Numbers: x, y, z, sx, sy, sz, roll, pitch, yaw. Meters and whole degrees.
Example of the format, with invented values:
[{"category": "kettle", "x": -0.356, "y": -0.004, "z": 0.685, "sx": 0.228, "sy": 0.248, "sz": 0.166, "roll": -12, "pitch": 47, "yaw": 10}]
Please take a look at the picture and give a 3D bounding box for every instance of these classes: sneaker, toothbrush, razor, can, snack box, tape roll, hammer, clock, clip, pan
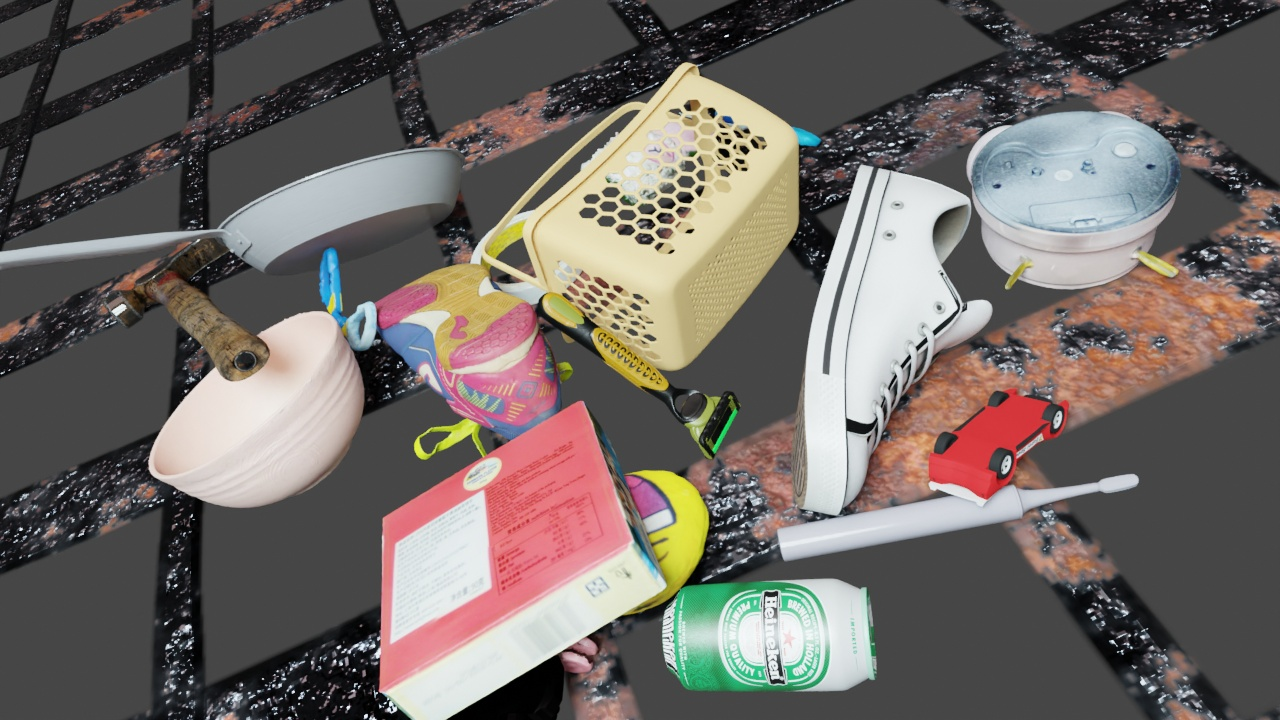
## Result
[{"category": "sneaker", "x": -0.129, "y": -0.001, "z": 0.645, "sx": 0.116, "sy": 0.091, "sz": 0.242, "roll": -34, "pitch": 28, "yaw": -18}, {"category": "toothbrush", "x": 0.168, "y": 0.082, "z": 0.492, "sx": 0.188, "sy": 0.019, "sz": 0.018, "roll": -13, "pitch": 60, "yaw": 10}, {"category": "razor", "x": -0.003, "y": 0.003, "z": 0.569, "sx": 0.144, "sy": 0.021, "sz": 0.044, "roll": 37, "pitch": 61, "yaw": -8}, {"category": "can", "x": 0.064, "y": 0.137, "z": 0.458, "sx": 0.101, "sy": 0.053, "sz": 0.053, "roll": -6, "pitch": 49, "yaw": 16}, {"category": "snack box", "x": -0.071, "y": 0.102, "z": 0.500, "sx": 0.142, "sy": 0.040, "sz": 0.145, "roll": -32, "pitch": 30, "yaw": 3}, {"category": "tape roll", "x": -0.089, "y": -0.083, "z": 0.732, "sx": 0.094, "sy": 0.019, "sz": 0.093, "roll": -10, "pitch": 48, "yaw": 11}, {"category": "hammer", "x": -0.348, "y": -0.044, "z": 0.731, "sx": 0.119, "sy": 0.033, "sz": 0.331, "roll": -43, "pitch": 35, "yaw": -19}, {"category": "clock", "x": 0.275, "y": -0.115, "z": 0.598, "sx": 0.117, "sy": 0.059, "sz": 0.157, "roll": -6, "pitch": 48, "yaw": 14}, {"category": "sneaker", "x": 0.153, "y": -0.014, "z": 0.545, "sx": 0.097, "sy": 0.091, "sz": 0.244, "roll": 13, "pitch": 53, "yaw": 14}, {"category": "clip", "x": -0.055, "y": 0.162, "z": 0.504, "sx": 0.060, "sy": 0.023, "sz": 0.045, "roll": 24, "pitch": 66, "yaw": 37}, {"category": "pan", "x": -0.289, "y": -0.095, "z": 0.684, "sx": 0.355, "sy": 0.051, "sz": 0.201, "roll": -23, "pitch": 3, "yaw": -37}]

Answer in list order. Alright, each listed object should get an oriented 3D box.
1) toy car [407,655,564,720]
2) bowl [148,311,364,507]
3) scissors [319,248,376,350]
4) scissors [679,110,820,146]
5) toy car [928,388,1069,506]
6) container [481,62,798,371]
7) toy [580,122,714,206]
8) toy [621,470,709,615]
[{"category": "toy car", "x": -0.080, "y": 0.180, "z": 0.485, "sx": 0.092, "sy": 0.036, "sz": 0.042, "roll": -14, "pitch": 45, "yaw": 15}, {"category": "bowl", "x": -0.248, "y": 0.044, "z": 0.630, "sx": 0.153, "sy": 0.076, "sz": 0.152, "roll": -24, "pitch": 34, "yaw": 17}, {"category": "scissors", "x": -0.224, "y": -0.026, "z": 0.690, "sx": 0.131, "sy": 0.013, "sz": 0.125, "roll": -13, "pitch": 82, "yaw": 55}, {"category": "scissors", "x": 0.077, "y": -0.187, "z": 0.728, "sx": 0.129, "sy": 0.014, "sz": 0.119, "roll": -3, "pitch": 25, "yaw": -33}, {"category": "toy car", "x": 0.196, "y": 0.044, "z": 0.501, "sx": 0.089, "sy": 0.025, "sz": 0.038, "roll": -28, "pitch": 29, "yaw": -33}, {"category": "container", "x": 0.001, "y": -0.102, "z": 0.639, "sx": 0.167, "sy": 0.129, "sz": 0.183, "roll": 27, "pitch": 63, "yaw": 26}, {"category": "toy", "x": 0.009, "y": -0.174, "z": 0.765, "sx": 0.108, "sy": 0.041, "sz": 0.096, "roll": -37, "pitch": 46, "yaw": -21}, {"category": "toy", "x": -0.006, "y": 0.102, "z": 0.524, "sx": 0.095, "sy": 0.041, "sz": 0.094, "roll": -19, "pitch": 41, "yaw": 10}]
